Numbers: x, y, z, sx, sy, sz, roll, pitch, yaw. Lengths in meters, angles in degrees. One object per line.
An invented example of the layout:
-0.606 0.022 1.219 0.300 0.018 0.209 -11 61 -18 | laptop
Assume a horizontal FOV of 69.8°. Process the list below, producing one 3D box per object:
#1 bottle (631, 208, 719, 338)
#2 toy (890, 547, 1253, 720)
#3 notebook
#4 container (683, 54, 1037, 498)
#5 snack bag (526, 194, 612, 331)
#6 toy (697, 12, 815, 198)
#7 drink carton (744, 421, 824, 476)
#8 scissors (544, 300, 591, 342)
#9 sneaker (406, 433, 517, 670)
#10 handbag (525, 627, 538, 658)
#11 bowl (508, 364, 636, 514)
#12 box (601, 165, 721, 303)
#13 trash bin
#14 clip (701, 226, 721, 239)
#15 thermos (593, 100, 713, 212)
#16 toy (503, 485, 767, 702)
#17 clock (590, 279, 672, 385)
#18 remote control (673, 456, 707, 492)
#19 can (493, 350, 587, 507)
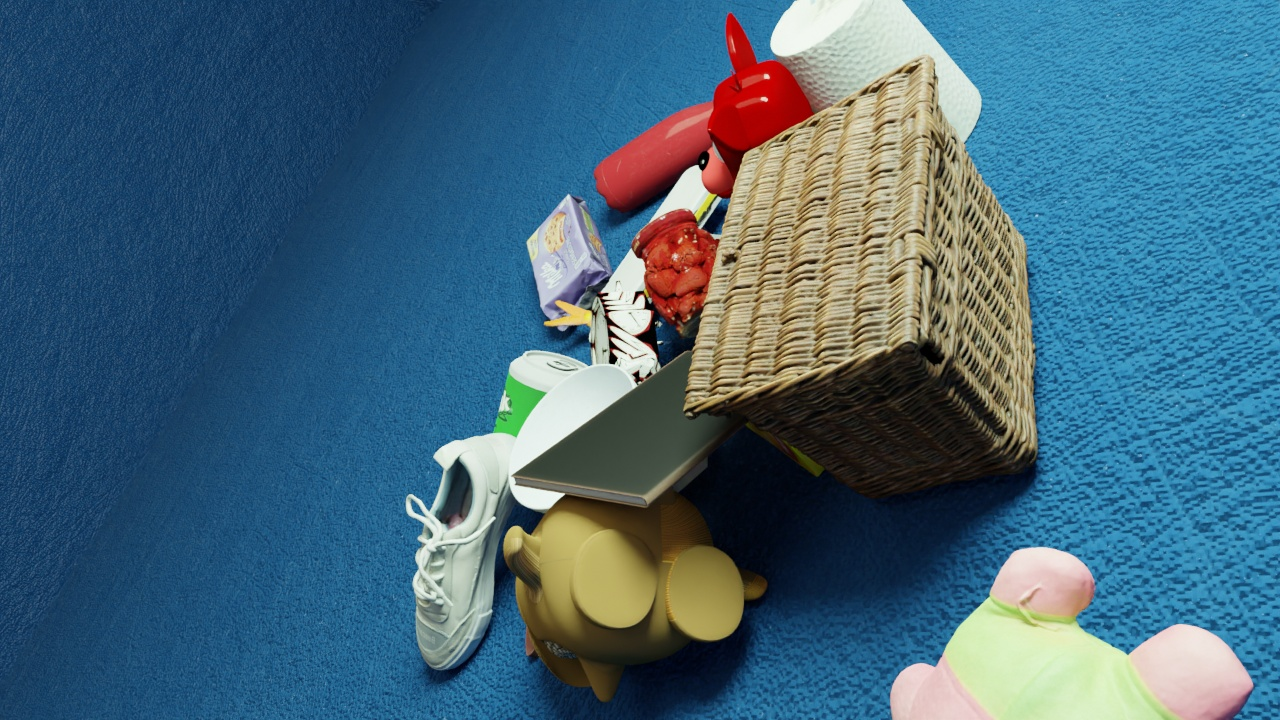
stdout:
0.047 -0.080 0.887 0.099 0.098 0.111 -37 73 21 | bottle
0.181 0.212 0.440 0.237 0.096 0.192 -63 33 6 | toy
0.022 0.042 0.682 0.142 0.008 0.208 0 27 46 | notebook
0.165 -0.036 0.623 0.163 0.183 0.249 -21 41 40 | container
-0.087 -0.126 1.167 0.096 0.058 0.205 -44 35 19 | snack bag
0.111 -0.175 0.793 0.121 0.197 0.158 -13 48 34 | toy
0.105 0.038 0.742 0.043 0.058 0.134 -47 31 -3 | drink carton
-0.061 -0.039 1.050 0.133 0.012 0.096 -6 55 25 | scissors
-0.182 0.180 0.853 0.089 0.090 0.242 28 106 38 | sneaker
-0.085 0.211 0.840 0.055 0.029 0.119 -15 51 42 | handbag
-0.038 0.083 0.808 0.144 0.074 0.143 -29 39 26 | bowl
0.023 -0.123 0.998 0.209 0.033 0.064 -57 31 -7 | box
0.206 -0.257 0.826 0.134 0.161 0.133 -33 35 27 | trash bin
0.039 -0.100 1.008 0.127 0.028 0.167 -54 30 -3 | clip
0.050 -0.265 1.122 0.241 0.073 0.073 -27 38 33 | thermos
-0.030 0.174 0.700 0.204 0.198 0.162 -38 42 56 | toy
-0.006 0.005 0.890 0.115 0.065 0.154 102 160 -52 | clock
0.006 0.111 0.826 0.144 0.024 0.049 -35 35 27 | remote control
-0.099 0.067 0.905 0.088 0.087 0.140 38 116 59 | can
